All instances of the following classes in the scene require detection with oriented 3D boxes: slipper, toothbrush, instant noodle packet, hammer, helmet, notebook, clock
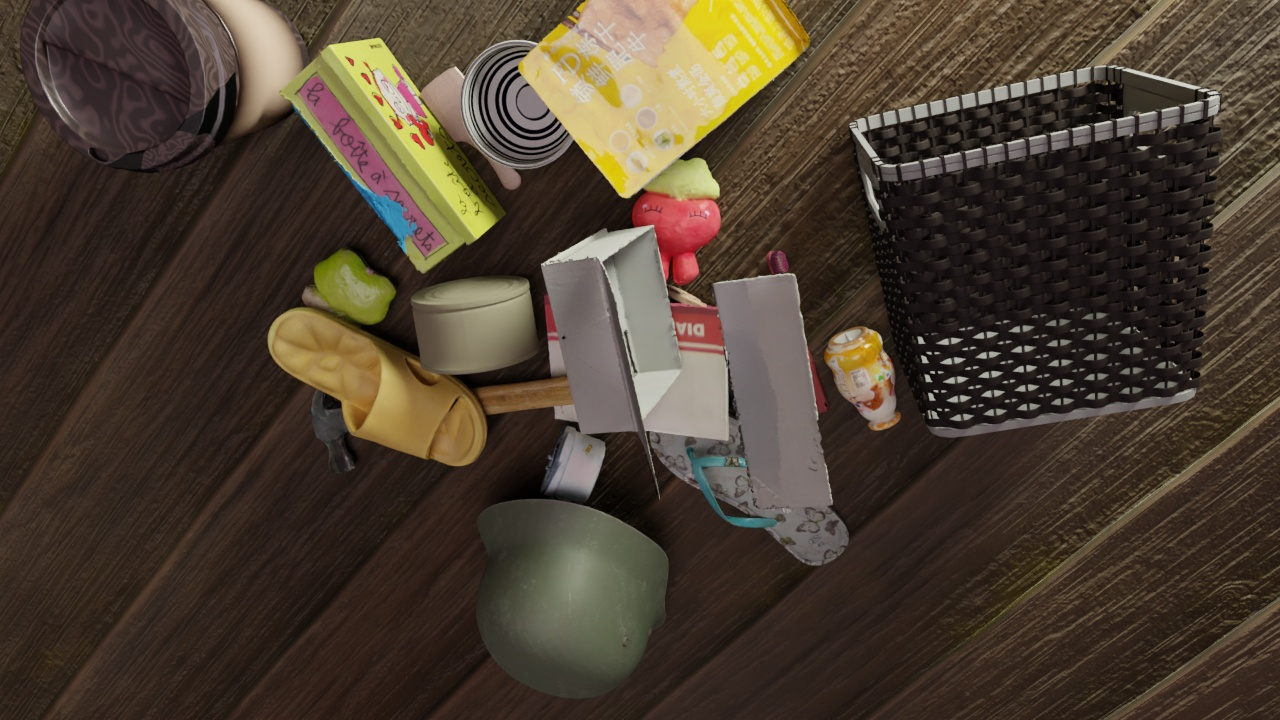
[{"bbox_3d":[0.129,0.143,1.036,0.269,0.054,0.098,36,108,-8],"label":"slipper"},{"bbox_3d":[0.172,-0.029,0.984,0.016,0.016,0.190,2,118,52],"label":"toothbrush"},{"bbox_3d":[0.019,-0.282,0.853,0.222,0.084,0.163,-40,103,5],"label":"instant noodle packet"},{"bbox_3d":[-0.225,0.050,1.048,0.331,0.033,0.132,-8,107,13],"label":"hammer"},{"bbox_3d":[-0.085,0.292,1.034,0.227,0.153,0.268,-10,137,29],"label":"helmet"},{"bbox_3d":[-0.006,0.006,0.994,0.209,0.012,0.153,5,113,22],"label":"notebook"},{"bbox_3d":[-0.083,0.131,1.042,0.057,0.083,0.118,20,110,-7],"label":"clock"},{"bbox_3d":[-0.286,0.033,0.993,0.263,0.078,0.100,31,108,-6],"label":"slipper"}]

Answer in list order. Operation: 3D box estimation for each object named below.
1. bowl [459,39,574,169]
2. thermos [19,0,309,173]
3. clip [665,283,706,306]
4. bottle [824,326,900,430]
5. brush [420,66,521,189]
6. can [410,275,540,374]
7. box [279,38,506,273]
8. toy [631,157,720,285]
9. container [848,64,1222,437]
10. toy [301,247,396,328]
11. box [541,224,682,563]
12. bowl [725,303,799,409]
[{"bbox_3d":[-0.112,-0.255,0.911,0.120,0.066,0.120,2,110,6],"label":"bowl"},{"bbox_3d":[-0.420,-0.274,0.857,0.173,0.225,0.173,2,110,6],"label":"thermos"},{"bbox_3d":[0.045,-0.069,0.985,0.061,0.025,0.045,11,113,-5],"label":"clip"},{"bbox_3d":[0.239,0.020,0.971,0.063,0.063,0.109,-22,106,14],"label":"bottle"},{"bbox_3d":[-0.169,-0.237,0.956,0.050,0.015,0.136,-31,109,16],"label":"brush"},{"bbox_3d":[-0.174,-0.040,0.966,0.128,0.127,0.073,-4,107,8],"label":"can"},{"bbox_3d":[-0.238,-0.204,0.918,0.079,0.124,0.221,-34,101,19],"label":"box"},{"bbox_3d":[0.036,-0.143,0.945,0.092,0.045,0.135,11,105,5],"label":"toy"},{"bbox_3d":[0.338,-0.102,0.820,0.246,0.246,0.244,-10,112,11],"label":"container"},{"bbox_3d":[-0.331,-0.066,1.022,0.092,0.043,0.118,41,113,-11],"label":"toy"},{"bbox_3d":[-0.028,-0.001,0.766,0.108,0.417,0.166,-10,107,9],"label":"box"},{"bbox_3d":[0.109,0.006,0.986,0.124,0.052,0.124,2,110,6],"label":"bowl"}]
